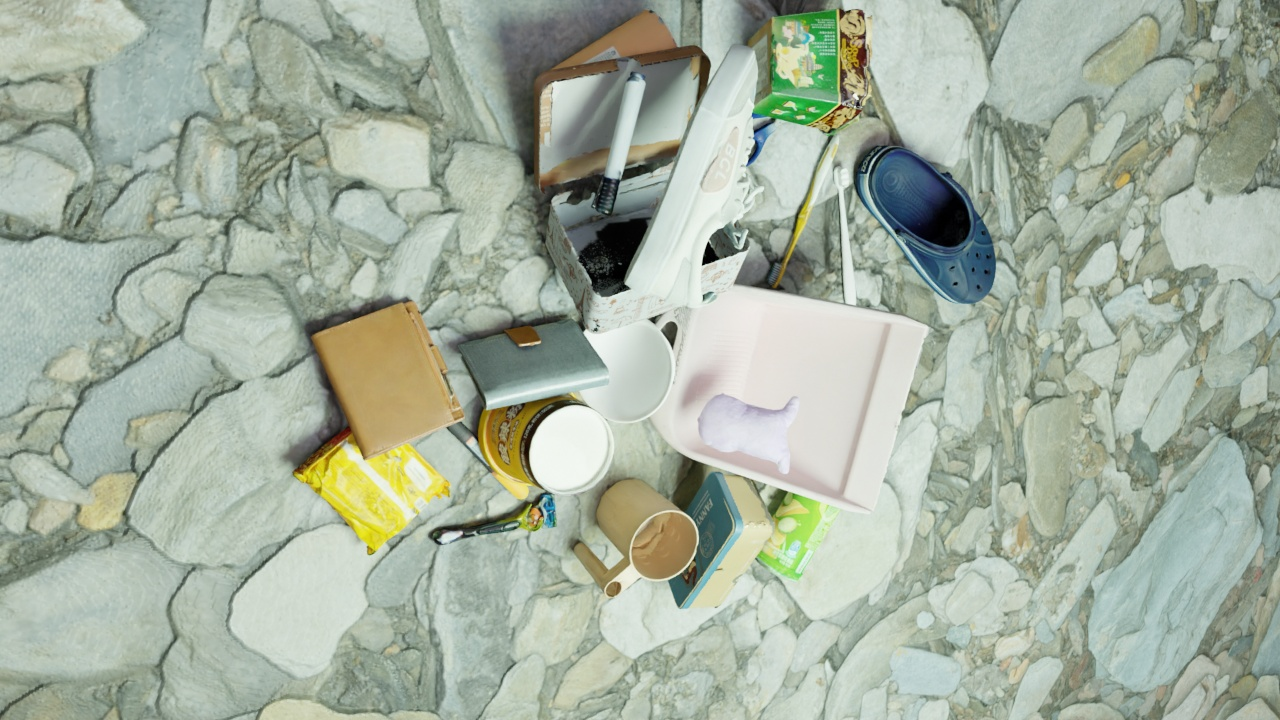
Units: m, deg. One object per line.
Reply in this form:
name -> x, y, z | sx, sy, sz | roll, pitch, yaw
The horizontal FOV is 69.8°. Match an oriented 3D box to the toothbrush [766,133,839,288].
toothbrush -> 0.189, -0.175, 1.070 | 0.018, 0.016, 0.191 | 20, 96, -20

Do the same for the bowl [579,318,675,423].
bowl -> -0.006, 0.006, 0.994 | 0.064, 0.118, 0.118 | -7, 113, -63

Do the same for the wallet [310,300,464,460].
wallet -> -0.242, 0.017, 0.888 | 0.107, 0.031, 0.132 | -24, 88, -18

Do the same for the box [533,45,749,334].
box -> 0.008, -0.155, 0.889 | 0.180, 0.156, 0.227 | -17, 142, -20

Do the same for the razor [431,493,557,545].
razor -> -0.158, 0.181, 1.007 | 0.142, 0.022, 0.043 | -9, 107, -22

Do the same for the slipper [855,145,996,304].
slipper -> 0.364, -0.167, 1.112 | 0.252, 0.095, 0.105 | 40, 88, -25

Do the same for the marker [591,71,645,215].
marker -> -0.020, -0.196, 0.829 | 0.022, 0.018, 0.130 | 13, 90, -13

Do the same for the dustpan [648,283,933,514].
dustpan -> 0.142, 0.034, 1.004 | 0.138, 0.274, 0.222 | 1, 103, -51

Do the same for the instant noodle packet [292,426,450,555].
instant noodle packet -> -0.267, 0.122, 0.927 | 0.110, 0.044, 0.128 | -40, 120, -12

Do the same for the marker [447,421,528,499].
marker -> -0.164, 0.106, 0.987 | 0.018, 0.015, 0.124 | -45, 116, -9

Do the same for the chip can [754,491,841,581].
chip can -> 0.221, 0.171, 1.154 | 0.072, 0.072, 0.221 | 32, 90, -29

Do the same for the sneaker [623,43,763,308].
sneaker -> 0.071, -0.162, 0.826 | 0.090, 0.089, 0.242 | 22, 90, -7

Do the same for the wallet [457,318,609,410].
wallet -> -0.110, -0.002, 0.930 | 0.129, 0.106, 0.037 | -12, 131, -22

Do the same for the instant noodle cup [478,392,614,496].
instant noodle cup -> -0.093, 0.082, 0.947 | 0.118, 0.114, 0.118 | -5, 101, -28

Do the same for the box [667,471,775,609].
box -> 0.088, 0.206, 1.056 | 0.059, 0.089, 0.185 | 3, 131, -25

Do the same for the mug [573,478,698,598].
mug -> -0.010, 0.201, 1.035 | 0.124, 0.103, 0.084 | -39, 117, -10

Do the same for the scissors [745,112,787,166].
scissors -> 0.148, -0.279, 1.022 | 0.141, 0.012, 0.171 | 42, 83, -29

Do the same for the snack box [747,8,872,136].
snack box -> 0.172, -0.308, 0.970 | 0.105, 0.117, 0.118 | 1, 91, -12

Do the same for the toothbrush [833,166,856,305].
toothbrush -> 0.249, -0.144, 1.106 | 0.016, 0.016, 0.180 | -16, 111, -18

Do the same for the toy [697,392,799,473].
toy -> 0.114, 0.070, 0.990 | 0.108, 0.039, 0.084 | 12, 88, 16

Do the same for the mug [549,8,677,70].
mug -> -0.028, -0.282, 0.904 | 0.122, 0.078, 0.078 | -31, 115, -10
